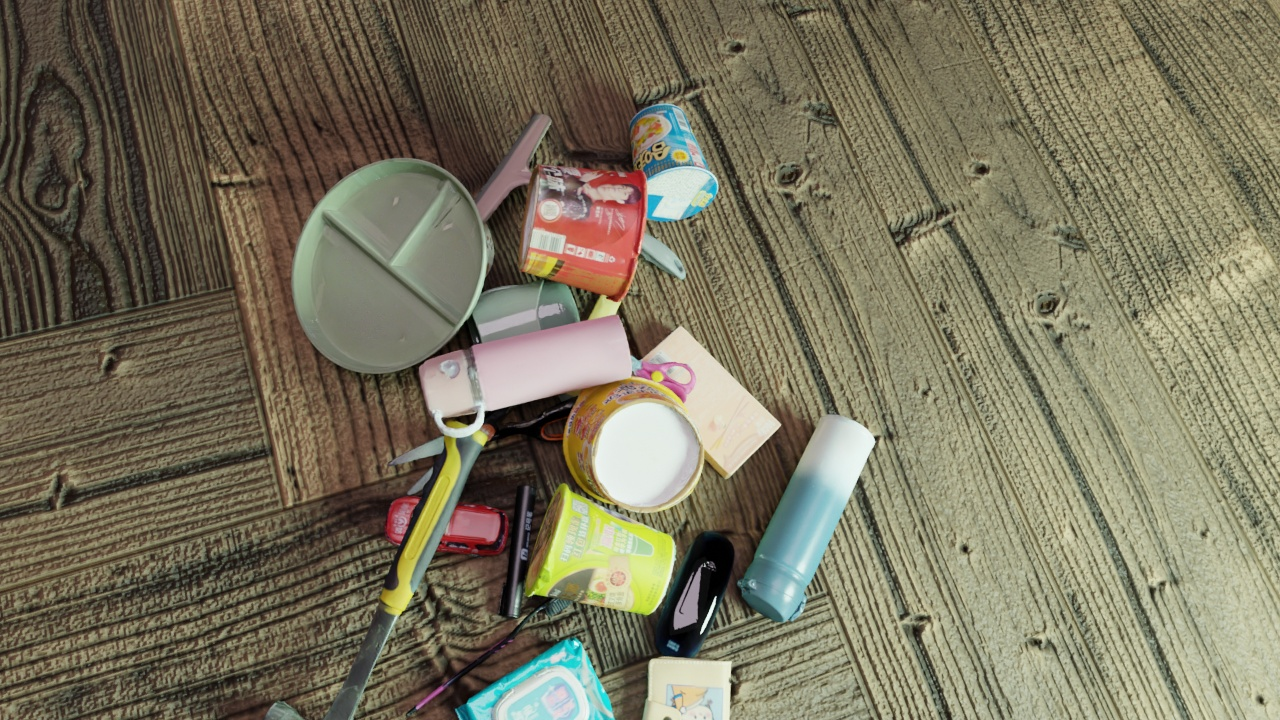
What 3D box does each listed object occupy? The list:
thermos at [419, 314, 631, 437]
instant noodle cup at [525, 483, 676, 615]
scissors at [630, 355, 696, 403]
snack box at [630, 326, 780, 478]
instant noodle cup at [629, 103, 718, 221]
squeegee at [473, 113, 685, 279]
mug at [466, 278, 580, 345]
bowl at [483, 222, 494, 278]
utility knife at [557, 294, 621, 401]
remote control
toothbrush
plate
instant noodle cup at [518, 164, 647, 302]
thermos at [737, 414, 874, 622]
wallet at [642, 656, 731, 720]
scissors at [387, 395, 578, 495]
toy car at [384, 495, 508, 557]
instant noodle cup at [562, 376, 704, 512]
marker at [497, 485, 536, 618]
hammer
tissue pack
[{"bbox_3d":[-0.108,0.015,0.883,0.198,0.067,0.087,-14,60,-12],"label":"thermos"},{"bbox_3d":[-0.035,0.191,0.889,0.123,0.112,0.111,19,67,-9],"label":"instant noodle cup"},{"bbox_3d":[-0.006,0.006,0.980,0.133,0.017,0.056,28,84,7],"label":"scissors"},{"bbox_3d":[0.068,0.044,0.999,0.084,0.026,0.157,-41,80,-20],"label":"snack box"},{"bbox_3d":[0.030,-0.236,1.068,0.099,0.099,0.109,-6,63,-11],"label":"instant noodle cup"},{"bbox_3d":[-0.051,-0.163,1.035,0.249,0.040,0.246,29,49,-8],"label":"squeegee"},{"bbox_3d":[-0.129,-0.046,0.980,0.106,0.082,0.111,-18,42,-15],"label":"mug"},{"bbox_3d":[-0.216,-0.132,1.003,0.113,0.062,0.113,4,68,-9],"label":"bowl"},{"bbox_3d":[-0.053,-0.019,1.009,0.031,0.018,0.166,25,69,-4],"label":"utility knife"},{"bbox_3d":[0.057,0.236,0.926,0.053,0.024,0.136,25,68,1],"label":"remote control"},{"bbox_3d":[-0.142,0.282,0.883,0.189,0.014,0.018,-35,88,-19],"label":"toothbrush"},{"bbox_3d":[-0.259,-0.098,0.951,0.230,0.027,0.230,-4,79,19],"label":"plate"},{"bbox_3d":[-0.062,-0.136,0.930,0.108,0.138,0.137,9,68,-14],"label":"instant noodle cup"},{"bbox_3d":[0.173,0.162,0.952,0.070,0.070,0.220,29,68,2],"label":"thermos"},{"bbox_3d":[0.043,0.346,0.882,0.087,0.024,0.115,6,75,-10],"label":"wallet"},{"bbox_3d":[-0.136,0.073,0.941,0.190,0.022,0.229,32,94,-26],"label":"scissors"},{"bbox_3d":[-0.191,0.162,0.904,0.120,0.045,0.052,6,67,-4],"label":"toy car"},{"bbox_3d":[-0.003,0.086,0.904,0.138,0.110,0.138,0,93,-10],"label":"instant noodle cup"},{"bbox_3d":[-0.123,0.190,0.918,0.022,0.020,0.131,0,69,15],"label":"marker"},{"bbox_3d":[-0.221,0.211,0.852,0.126,0.032,0.322,21,77,7],"label":"hammer"},{"bbox_3d":[-0.096,0.330,0.851,0.133,0.050,0.093,-29,77,-18],"label":"tissue pack"}]
